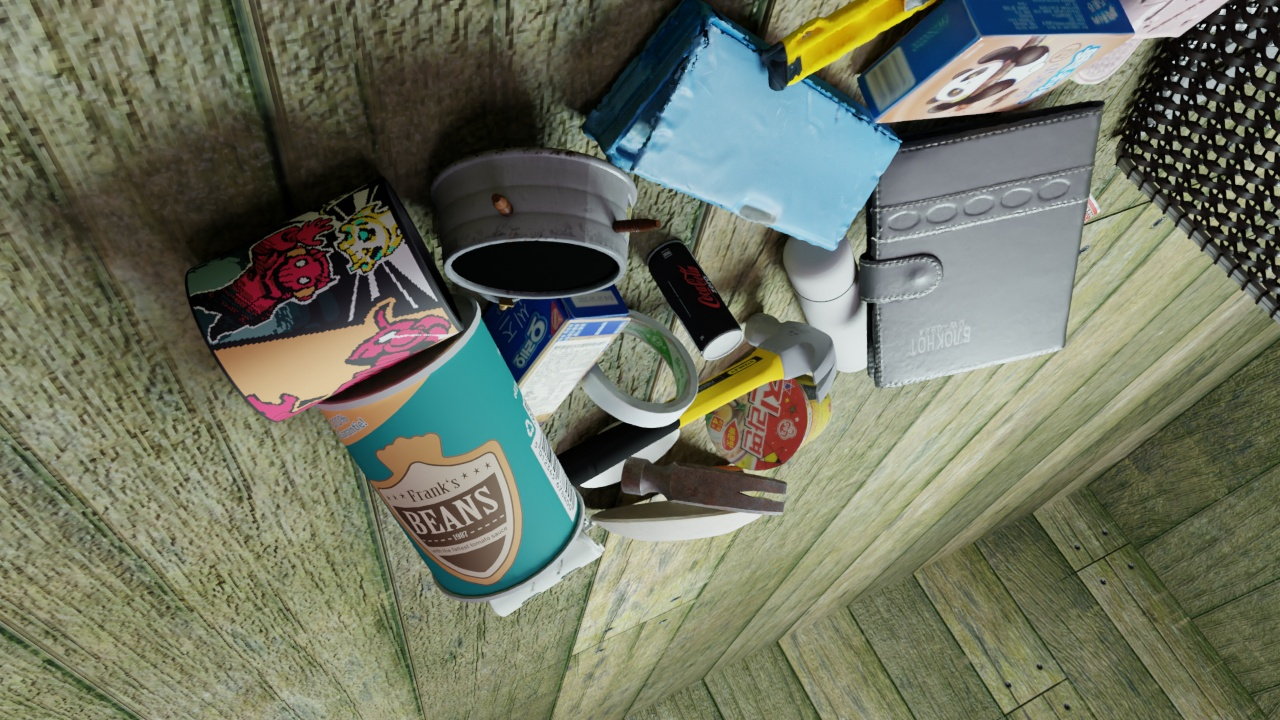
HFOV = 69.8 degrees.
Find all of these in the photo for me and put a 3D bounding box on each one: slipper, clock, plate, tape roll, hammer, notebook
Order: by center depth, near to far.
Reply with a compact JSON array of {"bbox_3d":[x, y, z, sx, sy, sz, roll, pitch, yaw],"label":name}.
[{"bbox_3d":[-0.059,-0.065,0.477,0.103,0.056,0.148,5,164,-26],"label":"clock"},{"bbox_3d":[0.345,-0.258,0.553,0.094,0.064,0.240,-15,149,-28],"label":"slipper"},{"bbox_3d":[-0.004,0.004,0.635,0.093,0.093,0.018,-5,145,-41],"label":"tape roll"},{"bbox_3d":[0.009,0.047,0.665,0.322,0.127,0.029,-26,116,-23],"label":"hammer"},{"bbox_3d":[0.245,-0.078,0.680,0.169,0.029,0.209,-12,124,0],"label":"notebook"},{"bbox_3d":[-0.016,0.077,0.835,0.104,0.026,0.104,-24,155,-13],"label":"plate"},{"bbox_3d":[0.086,0.122,0.919,0.138,0.035,0.314,7,176,14],"label":"hammer"},{"bbox_3d":[0.044,0.165,0.950,0.189,0.027,0.189,-5,176,-1],"label":"plate"}]

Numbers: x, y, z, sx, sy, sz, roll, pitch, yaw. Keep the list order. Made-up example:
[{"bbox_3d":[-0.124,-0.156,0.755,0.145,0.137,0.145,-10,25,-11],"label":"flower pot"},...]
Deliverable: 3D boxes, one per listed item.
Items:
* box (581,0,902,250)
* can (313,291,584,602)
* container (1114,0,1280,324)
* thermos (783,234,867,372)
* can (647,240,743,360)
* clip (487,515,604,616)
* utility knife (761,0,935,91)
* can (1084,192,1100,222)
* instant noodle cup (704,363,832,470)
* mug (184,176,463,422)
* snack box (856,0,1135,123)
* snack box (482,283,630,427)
[{"bbox_3d":[0.076,-0.123,0.532,0.093,0.054,0.231,-44,151,26],"label":"box"},{"bbox_3d":[-0.105,0.049,0.514,0.099,0.099,0.144,-27,120,-5],"label":"can"},{"bbox_3d":[0.541,-0.204,0.654,0.247,0.245,0.244,-30,151,1],"label":"container"},{"bbox_3d":[0.161,-0.047,0.759,0.052,0.052,0.224,-33,155,7],"label":"thermos"},{"bbox_3d":[0.035,-0.041,0.608,0.031,0.080,0.032,-24,154,-13],"label":"can"},{"bbox_3d":[-0.105,0.202,0.913,0.126,0.099,0.152,-34,165,3],"label":"clip"},{"bbox_3d":[0.150,-0.201,0.487,0.217,0.019,0.030,-35,150,-16],"label":"utility knife"},{"bbox_3d":[0.285,-0.113,0.730,0.117,0.086,0.086,-40,153,20],"label":"can"},{"bbox_3d":[0.130,0.049,0.869,0.101,0.100,0.112,-42,161,24],"label":"instant noodle cup"},{"bbox_3d":[-0.149,-0.029,0.455,0.098,0.082,0.118,-27,-178,-5],"label":"mug"},{"bbox_3d":[0.216,-0.185,0.558,0.151,0.034,0.087,-14,169,-31],"label":"snack box"},{"bbox_3d":[-0.091,0.016,0.612,0.056,0.057,0.207,-6,146,-47],"label":"snack box"}]
